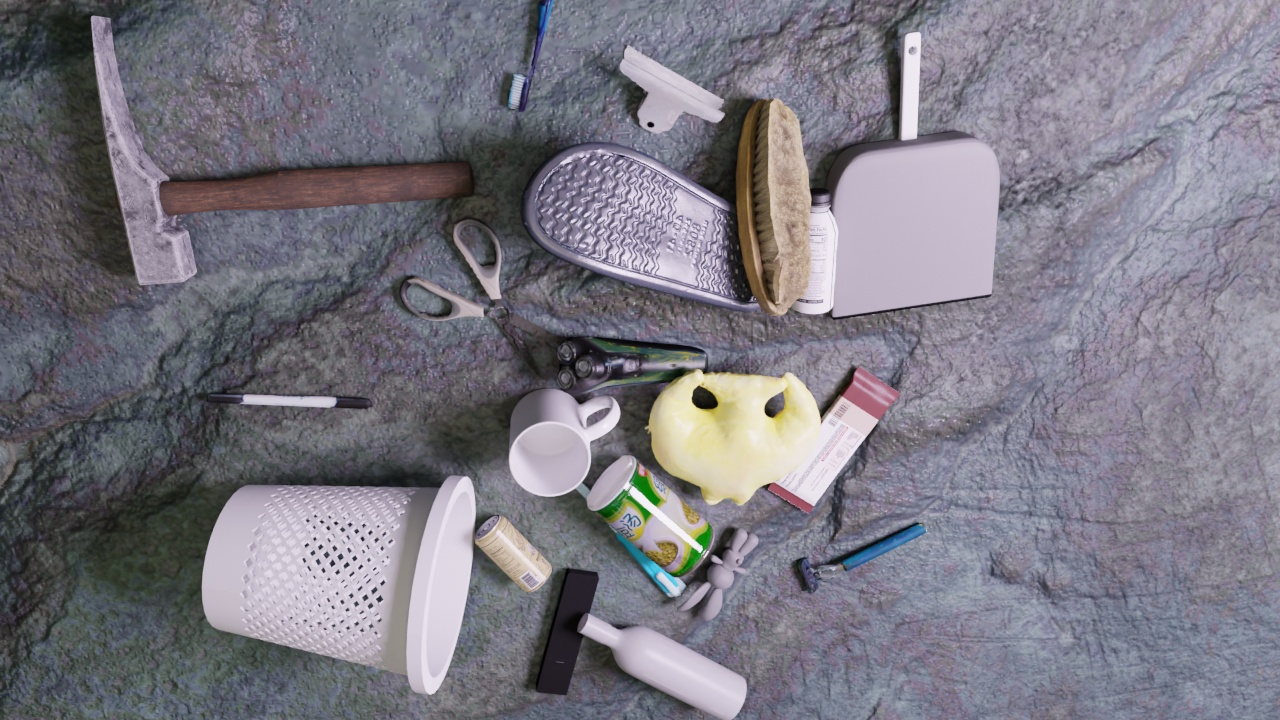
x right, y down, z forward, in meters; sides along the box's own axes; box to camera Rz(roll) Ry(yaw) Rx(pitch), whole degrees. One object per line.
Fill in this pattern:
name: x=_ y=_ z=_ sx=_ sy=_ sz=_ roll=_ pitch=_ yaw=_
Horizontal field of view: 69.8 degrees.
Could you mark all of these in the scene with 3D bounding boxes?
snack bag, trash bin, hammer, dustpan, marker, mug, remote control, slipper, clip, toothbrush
snack bag: x=0.198 y=0.083 z=0.944 sx=0.057 sy=0.013 sz=0.158 roll=31 pitch=102 yaw=-13
trash bin: x=-0.273 y=0.192 z=0.846 sx=0.199 sy=0.195 sz=0.196 roll=7 pitch=107 yaw=1
hammer: x=-0.299 y=-0.185 z=0.788 sx=0.300 sy=0.037 sz=0.218 roll=-5 pitch=108 yaw=-6
dustpan: x=0.255 y=-0.172 z=0.862 sx=0.163 sy=0.033 sz=0.258 roll=-8 pitch=118 yaw=-4
marker: x=-0.331 y=0.038 z=0.870 sx=0.152 sy=0.011 sz=0.011 roll=2 pitch=108 yaw=-7
mug: x=-0.070 y=0.068 z=0.867 sx=0.110 sy=0.090 sz=0.074 roll=-26 pitch=109 yaw=2
remote control: x=-0.079 y=0.290 z=0.979 sx=0.034 sy=0.013 sz=0.150 roll=11 pitch=106 yaw=-14
slipper: x=0.011 y=-0.117 z=0.831 sx=0.267 sy=0.083 sz=0.110 roll=16 pitch=91 yaw=-29
clip: x=0.023 y=-0.234 z=0.815 sx=0.102 sy=0.052 sz=0.057 roll=26 pitch=75 yaw=-13
toothbrush: x=-0.083 y=-0.307 z=0.784 sx=0.017 sy=0.016 sz=0.189 roll=17 pitch=106 yaw=-1

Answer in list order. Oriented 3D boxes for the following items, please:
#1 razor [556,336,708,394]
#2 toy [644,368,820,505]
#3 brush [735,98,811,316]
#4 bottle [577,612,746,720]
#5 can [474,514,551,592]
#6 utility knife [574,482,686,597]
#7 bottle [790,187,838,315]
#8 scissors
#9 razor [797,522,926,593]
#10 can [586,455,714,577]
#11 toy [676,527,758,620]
razor: x=-0.005 y=0.005 z=0.870 sx=0.151 sy=0.067 sz=0.054 roll=0 pitch=96 yaw=-15
toy: x=0.089 y=0.076 z=0.900 sx=0.170 sy=0.064 sz=0.155 roll=2 pitch=119 yaw=-3
brush: x=0.120 y=-0.138 z=0.819 sx=0.059 sy=0.043 sz=0.195 roll=-1 pitch=87 yaw=-34
bottle: x=0.020 y=0.322 z=0.980 sx=0.195 sy=0.052 sz=0.052 roll=31 pitch=102 yaw=-15
can: x=-0.129 y=0.195 z=0.930 sx=0.038 sy=0.038 sz=0.079 roll=-38 pitch=108 yaw=6
utility knife: x=-0.011 y=0.183 z=0.951 sx=0.022 sy=0.015 sz=0.179 roll=-36 pitch=110 yaw=5
bottle: x=0.162 y=-0.102 z=0.856 sx=0.041 sy=0.041 sz=0.116 roll=-5 pitch=117 yaw=-5
scissors: x=-0.145 y=-0.058 z=0.858 sx=0.157 sy=0.012 sz=0.166 roll=1 pitch=108 yaw=-5
razor: x=0.241 y=0.209 z=0.987 sx=0.144 sy=0.022 sz=0.042 roll=-23 pitch=110 yaw=1
can: x=0.010 y=0.156 z=0.917 sx=0.067 sy=0.067 sz=0.121 roll=-45 pitch=107 yaw=8
toy: x=0.085 y=0.227 z=0.970 sx=0.049 sy=0.030 sz=0.112 roll=29 pitch=98 yaw=-29
